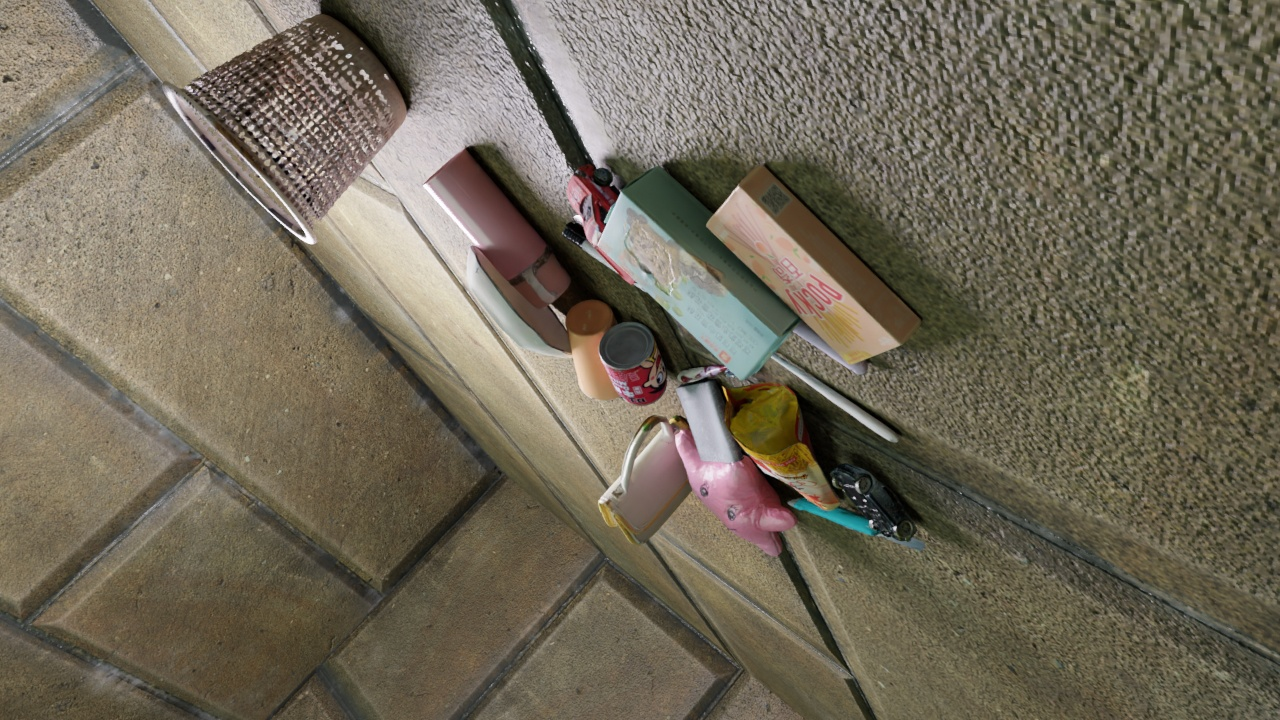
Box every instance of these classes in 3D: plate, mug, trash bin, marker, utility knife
[{"bbox_3d":[-0.149,-0.061,1.154,0.162,0.034,0.265,52,-176,6],"label":"plate"},{"bbox_3d":[-0.051,-0.015,1.136,0.078,0.078,0.123,35,157,29],"label":"mug"},{"bbox_3d":[-0.388,-0.280,1.054,0.227,0.192,0.228,40,164,13],"label":"trash bin"},{"bbox_3d":[-0.033,-0.107,0.949,0.131,0.018,0.023,35,153,30],"label":"marker"},{"bbox_3d":[0.233,0.178,1.005,0.209,0.029,0.013,11,118,62],"label":"utility knife"}]

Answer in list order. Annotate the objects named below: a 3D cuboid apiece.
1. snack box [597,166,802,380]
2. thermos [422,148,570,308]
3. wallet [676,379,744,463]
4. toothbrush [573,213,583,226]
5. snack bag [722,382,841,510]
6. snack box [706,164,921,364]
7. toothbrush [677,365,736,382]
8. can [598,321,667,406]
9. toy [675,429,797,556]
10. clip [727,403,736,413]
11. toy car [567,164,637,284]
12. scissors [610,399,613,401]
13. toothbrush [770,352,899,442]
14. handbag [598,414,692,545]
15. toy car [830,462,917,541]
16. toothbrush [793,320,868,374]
[{"bbox_3d":[0.049,-0.070,0.740,0.175,0.051,0.074,44,146,8],"label":"snack box"},{"bbox_3d":[-0.163,-0.146,1.063,0.198,0.067,0.087,51,-171,-18],"label":"thermos"},{"bbox_3d":[0.079,0.071,1.071,0.121,0.019,0.097,163,88,-73],"label":"wallet"},{"bbox_3d":[-0.009,-0.128,0.852,0.190,0.016,0.014,17,140,53],"label":"toothbrush"},{"bbox_3d":[0.147,0.095,0.967,0.128,0.073,0.208,34,169,28],"label":"snack bag"},{"bbox_3d":[0.121,-0.065,0.661,0.157,0.026,0.084,44,164,-1],"label":"snack box"},{"bbox_3d":[0.073,0.015,1.001,0.016,0.017,0.188,47,163,-9],"label":"toothbrush"},{"bbox_3d":[-0.006,0.006,1.084,0.066,0.066,0.094,34,162,30],"label":"can"},{"bbox_3d":[0.115,0.158,1.163,0.194,0.074,0.179,40,155,22],"label":"toy"},{"bbox_3d":[0.101,0.060,1.054,0.048,0.014,0.057,44,163,-10],"label":"clip"},{"bbox_3d":[-0.024,-0.120,0.818,0.120,0.045,0.053,51,154,9],"label":"toy car"},{"bbox_3d":[-0.047,0.027,1.327,0.169,0.019,0.178,32,159,34],"label":"scissors"},{"bbox_3d":[0.154,0.023,0.825,0.180,0.016,0.016,36,169,26],"label":"toothbrush"},{"bbox_3d":[0.015,0.152,1.229,0.063,0.163,0.179,33,161,30],"label":"handbag"},{"bbox_3d":[0.230,0.137,0.901,0.105,0.031,0.049,47,163,-15],"label":"toy car"},{"bbox_3d":[0.108,-0.041,0.765,0.189,0.021,0.029,35,-179,23],"label":"toothbrush"}]
